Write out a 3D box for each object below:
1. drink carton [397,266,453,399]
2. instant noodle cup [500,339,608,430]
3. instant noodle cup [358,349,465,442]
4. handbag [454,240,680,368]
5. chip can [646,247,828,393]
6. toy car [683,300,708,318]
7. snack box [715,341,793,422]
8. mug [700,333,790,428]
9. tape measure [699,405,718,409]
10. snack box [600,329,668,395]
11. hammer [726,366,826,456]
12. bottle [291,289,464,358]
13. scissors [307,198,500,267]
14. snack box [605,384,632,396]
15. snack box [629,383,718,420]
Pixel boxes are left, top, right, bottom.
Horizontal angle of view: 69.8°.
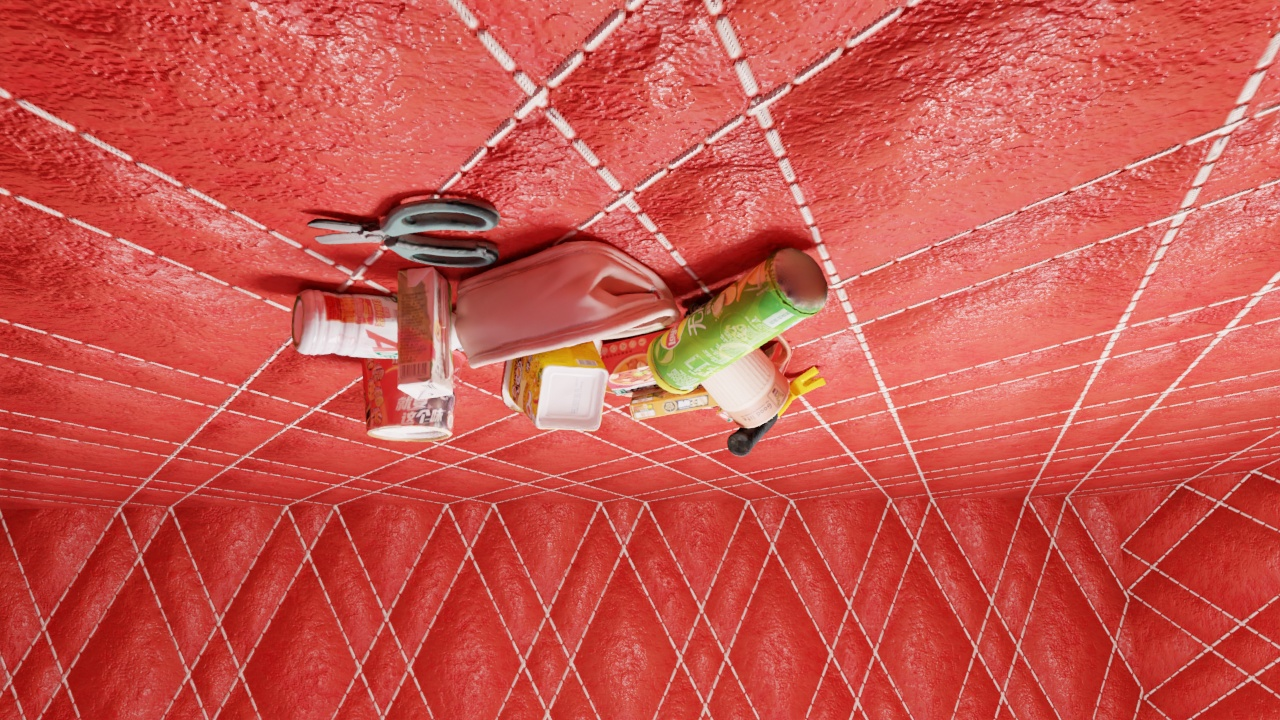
[{"bbox_3d":[-0.211,-0.028,0.906,0.045,0.122,0.053,-6,163,9],"label":"drink carton"},{"bbox_3d":[-0.093,0.023,1.056,0.116,0.116,0.123,4,-163,-20],"label":"instant noodle cup"},{"bbox_3d":[-0.298,0.045,1.197,0.138,0.108,0.138,-2,165,-1],"label":"instant noodle cup"},{"bbox_3d":[-0.055,-0.049,0.953,0.194,0.093,0.233,-12,173,34],"label":"handbag"},{"bbox_3d":[0.094,-0.037,0.933,0.072,0.072,0.222,8,153,-33],"label":"chip can"},{"bbox_3d":[0.099,-0.052,1.012,0.054,0.036,0.121,11,157,-37],"label":"toy car"},{"bbox_3d":[0.154,0.032,1.249,0.027,0.076,0.156,29,159,-7],"label":"snack box"},{"bbox_3d":[0.128,0.006,1.110,0.106,0.114,0.082,46,176,-28],"label":"mug"},{"bbox_3d":[0.093,0.034,1.276,0.066,0.065,0.033,-5,165,20],"label":"tape measure"},{"bbox_3d":[-0.007,0.007,1.175,0.127,0.044,0.113,-12,164,7],"label":"snack box"},{"bbox_3d":[0.175,0.074,1.253,0.129,0.033,0.300,-36,177,25],"label":"hammer"},{"bbox_3d":[-0.268,-0.035,0.989,0.196,0.068,0.068,3,165,-32],"label":"bottle"},{"bbox_3d":[-0.198,-0.106,0.813,0.177,0.019,0.171,-6,165,10],"label":"scissors"},{"bbox_3d":[0.033,0.042,1.332,0.157,0.026,0.084,5,-178,-23],"label":"snack box"},{"bbox_3d":[0.065,0.041,1.219,0.154,0.026,0.075,-11,-159,10],"label":"snack box"}]
